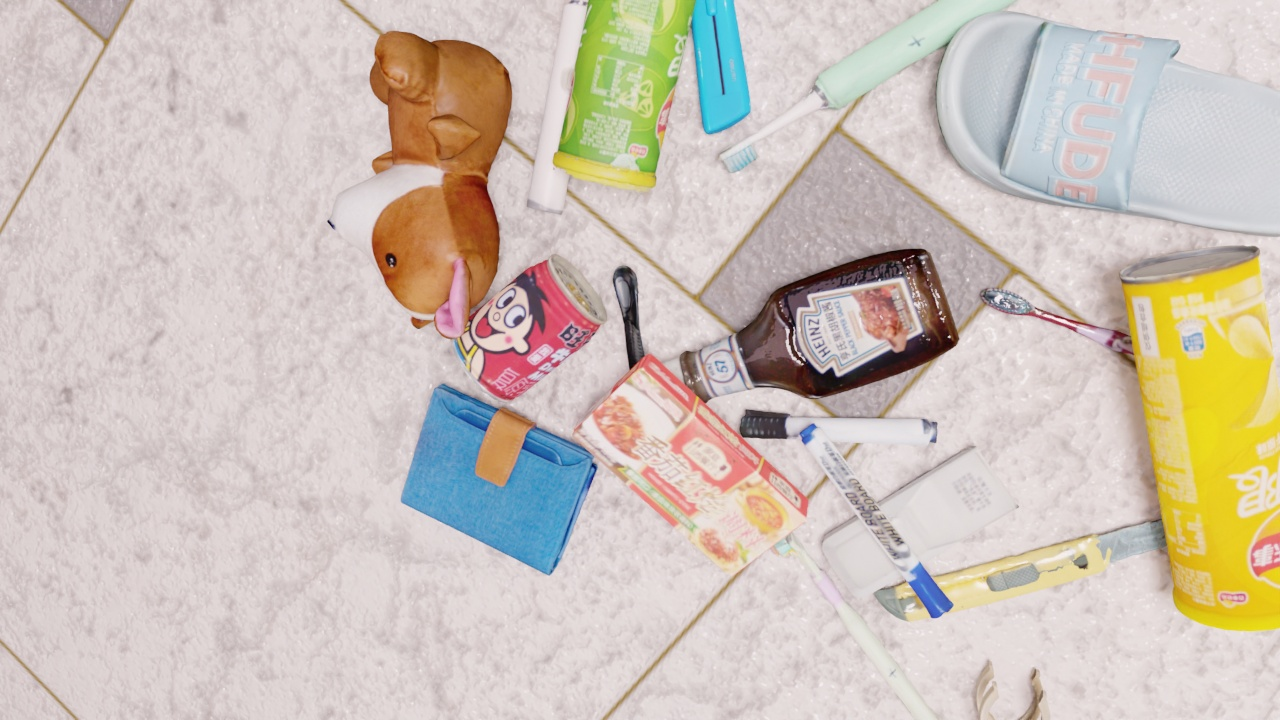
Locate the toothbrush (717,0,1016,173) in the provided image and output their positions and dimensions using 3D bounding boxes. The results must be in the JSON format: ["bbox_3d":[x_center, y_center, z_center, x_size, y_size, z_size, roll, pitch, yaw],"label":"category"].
[{"bbox_3d":[0.147,-0.188,0.587,0.225,0.026,0.027,-29,110,15],"label":"toothbrush"}]

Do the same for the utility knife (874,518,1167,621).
[{"bbox_3d":[0.253,0.138,0.606,0.195,0.020,0.031,-21,97,11],"label":"utility knife"}]

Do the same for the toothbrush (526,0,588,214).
[{"bbox_3d":[-0.045,-0.212,0.633,0.026,0.026,0.221,7,100,-29],"label":"toothbrush"}]

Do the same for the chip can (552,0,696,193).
[{"bbox_3d":[0.000,-0.224,0.588,0.072,0.072,0.221,17,105,12],"label":"chip can"}]

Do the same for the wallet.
[{"bbox_3d":[-0.106,0.087,0.678,0.133,0.040,0.106,24,106,10],"label":"wallet"}]

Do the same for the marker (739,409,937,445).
[{"bbox_3d":[0.133,0.045,0.621,0.131,0.018,0.022,0,87,15],"label":"marker"}]

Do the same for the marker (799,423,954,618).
[{"bbox_3d":[0.152,0.103,0.598,0.017,0.017,0.146,-38,81,15],"label":"marker"}]

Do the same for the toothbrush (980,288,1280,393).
[{"bbox_3d":[0.305,-0.010,0.571,0.187,0.017,0.016,22,101,11],"label":"toothbrush"}]

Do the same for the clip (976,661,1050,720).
[{"bbox_3d":[0.231,0.250,0.613,0.081,0.034,0.105,21,109,8],"label":"clip"}]

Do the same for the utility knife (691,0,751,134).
[{"bbox_3d":[0.044,-0.257,0.610,0.034,0.018,0.207,-8,93,15],"label":"utility knife"}]

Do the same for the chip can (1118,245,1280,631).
[{"bbox_3d":[0.332,0.045,0.532,0.072,0.072,0.213,-13,99,15],"label":"chip can"}]

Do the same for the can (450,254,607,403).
[{"bbox_3d":[-0.077,-0.023,0.641,0.094,0.066,0.066,-37,86,15],"label":"can"}]

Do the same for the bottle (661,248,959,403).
[{"bbox_3d":[0.104,-0.011,0.609,0.195,0.044,0.080,-19,93,16],"label":"bottle"}]

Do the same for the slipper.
[{"bbox_3d":[0.293,-0.132,0.532,0.245,0.074,0.104,18,101,10],"label":"slipper"}]

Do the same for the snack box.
[{"bbox_3d":[0.034,0.072,0.621,0.153,0.025,0.075,43,116,-8],"label":"snack box"}]

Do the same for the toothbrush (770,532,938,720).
[{"bbox_3d":[0.154,0.195,0.633,0.020,0.029,0.189,-37,87,-26],"label":"toothbrush"}]

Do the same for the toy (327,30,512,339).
[{"bbox_3d":[-0.147,-0.116,0.623,0.130,0.140,0.199,-6,101,-15],"label":"toy"}]

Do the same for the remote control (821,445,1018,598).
[{"bbox_3d":[0.183,0.110,0.612,0.125,0.024,0.049,-36,85,14],"label":"remote control"}]

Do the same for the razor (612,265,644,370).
[{"bbox_3d":[-0.004,0.004,0.648,0.043,0.022,0.143,-4,97,20],"label":"razor"}]
